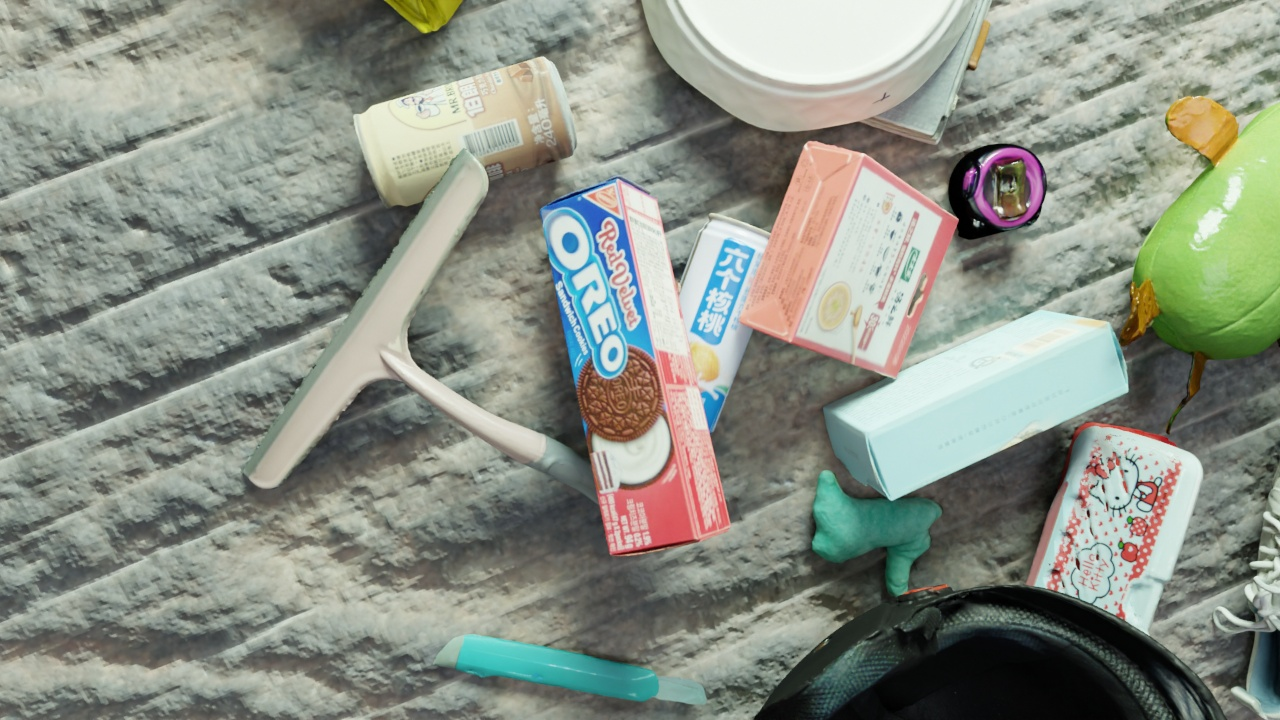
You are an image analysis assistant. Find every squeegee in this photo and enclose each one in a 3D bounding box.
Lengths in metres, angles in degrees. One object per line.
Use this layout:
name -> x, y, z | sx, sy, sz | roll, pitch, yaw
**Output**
squeegee -> -0.072, 0.046, 0.557 | 0.249, 0.040, 0.248 | 33, 107, -20

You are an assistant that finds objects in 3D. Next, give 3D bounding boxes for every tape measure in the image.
tape measure -> 0.230, -0.110, 0.590 | 0.057, 0.039, 0.058 | -12, 101, -7

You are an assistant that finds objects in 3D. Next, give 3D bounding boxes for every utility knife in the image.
utility knife -> -0.043, 0.209, 0.614 | 0.187, 0.013, 0.029 | 14, 99, -9

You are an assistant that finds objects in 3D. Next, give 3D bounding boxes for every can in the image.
can -> 0.042, -0.020, 0.569 | 0.053, 0.053, 0.134 | 19, 96, -11
can -> -0.099, -0.130, 0.526 | 0.116, 0.058, 0.058 | -18, 101, -5

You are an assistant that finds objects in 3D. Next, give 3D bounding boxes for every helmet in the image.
helmet -> 0.193, 0.255, 0.544 | 0.275, 0.230, 0.233 | -30, 73, 6

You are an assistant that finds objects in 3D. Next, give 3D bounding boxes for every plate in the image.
plate -> 0.098, -0.239, 0.525 | 0.205, 0.045, 0.205 | 0, 94, 4

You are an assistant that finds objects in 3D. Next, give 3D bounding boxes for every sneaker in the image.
sneaker -> 0.462, 0.149, 0.650 | 0.090, 0.089, 0.242 | -11, 107, -3

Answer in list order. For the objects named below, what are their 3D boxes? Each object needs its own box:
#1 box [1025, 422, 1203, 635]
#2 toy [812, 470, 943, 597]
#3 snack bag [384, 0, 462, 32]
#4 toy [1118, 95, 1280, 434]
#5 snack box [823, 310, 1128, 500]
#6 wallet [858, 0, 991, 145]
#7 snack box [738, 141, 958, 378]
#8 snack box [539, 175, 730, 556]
box -> 0.317, 0.148, 0.617 | 0.095, 0.098, 0.201 | 12, 98, -10
toy -> 0.160, 0.119, 0.623 | 0.092, 0.030, 0.096 | -1, 105, -6
snack bag -> -0.115, -0.314, 0.489 | 0.158, 0.068, 0.246 | 34, 92, -13
toy -> 0.392, -0.076, 0.596 | 0.246, 0.090, 0.227 | -48, 120, -6
snack box -> 0.213, 0.025, 0.592 | 0.175, 0.074, 0.051 | -23, 101, -4
wallet -> 0.161, -0.209, 0.565 | 0.106, 0.037, 0.130 | 19, 95, 0
snack box -> 0.131, -0.057, 0.565 | 0.127, 0.044, 0.113 | 15, 98, -46
snack box -> -0.003, 0.003, 0.526 | 0.057, 0.058, 0.207 | -16, 81, 24
